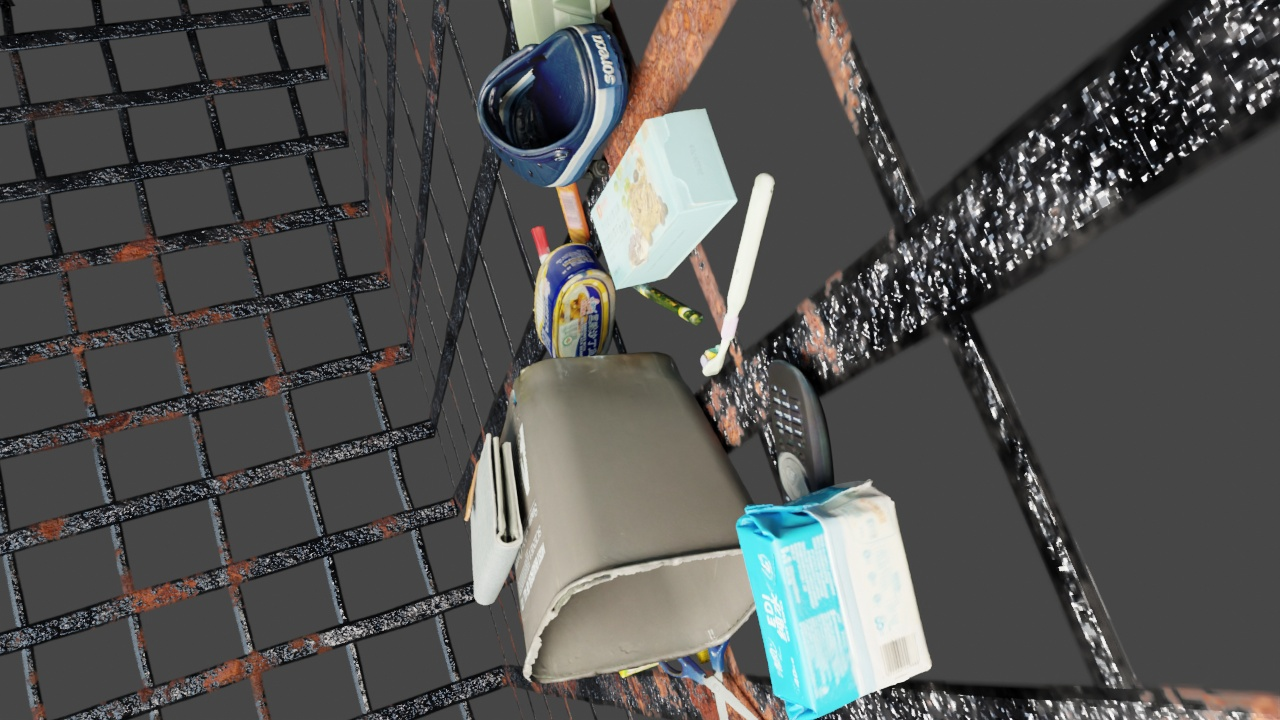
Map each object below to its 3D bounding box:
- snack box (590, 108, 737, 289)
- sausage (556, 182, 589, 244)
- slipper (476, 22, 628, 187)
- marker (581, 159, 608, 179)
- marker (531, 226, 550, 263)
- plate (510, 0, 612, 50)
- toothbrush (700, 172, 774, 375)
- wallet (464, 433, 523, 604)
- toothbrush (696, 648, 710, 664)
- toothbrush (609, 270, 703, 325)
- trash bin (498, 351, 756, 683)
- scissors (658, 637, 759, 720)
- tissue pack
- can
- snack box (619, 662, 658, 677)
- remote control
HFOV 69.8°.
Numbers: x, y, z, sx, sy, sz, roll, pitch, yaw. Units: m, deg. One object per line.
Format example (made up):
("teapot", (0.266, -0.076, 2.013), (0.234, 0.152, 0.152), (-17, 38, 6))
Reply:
("snack box", (0.013, -0.120, 0.718), (0.175, 0.051, 0.074), (139, 114, -68))
("sausage", (-0.081, -0.194, 0.962), (0.021, 0.021, 0.165), (159, 96, -70))
("slipper", (-0.089, -0.210, 0.797), (0.253, 0.095, 0.105), (-7, 97, 66))
("marker", (-0.075, -0.190, 0.912), (0.132, 0.022, 0.020), (17, 151, 53))
("marker", (-0.105, -0.091, 1.109), (0.017, 0.017, 0.145), (155, 100, -70))
("plate", (-0.076, -0.328, 0.843), (0.230, 0.027, 0.230), (165, 90, -70))
("toothbrush", (0.069, -0.057, 0.660), (0.020, 0.029, 0.190), (23, 140, 11))
("wallet", (-0.129, 0.134, 0.775), (0.130, 0.037, 0.106), (115, 149, -53))
("toothbrush", (0.055, 0.216, 0.896), (0.016, 0.016, 0.190), (-147, 46, -60))
("toothbrush", (0.010, -0.064, 0.825), (0.186, 0.012, 0.017), (-143, 53, -60))
("trash bin", (-0.020, 0.125, 0.780), (0.200, 0.198, 0.219), (113, 145, -47))
("scissors", (0.068, 0.300, 0.881), (0.176, 0.012, 0.162), (19, 110, 46))
("tissue pack", (0.117, 0.148, 0.571), (0.063, 0.090, 0.140), (174, 82, -71))
("can", (-0.068, -0.051, 0.953), (0.049, 0.074, 0.148), (57, 154, 36))
("snack box", (-0.008, 0.283, 1.012), (0.140, 0.086, 0.034), (-146, 45, -61))
("remote control", (0.112, 0.063, 0.622), (0.053, 0.024, 0.136), (26, 129, 63))
